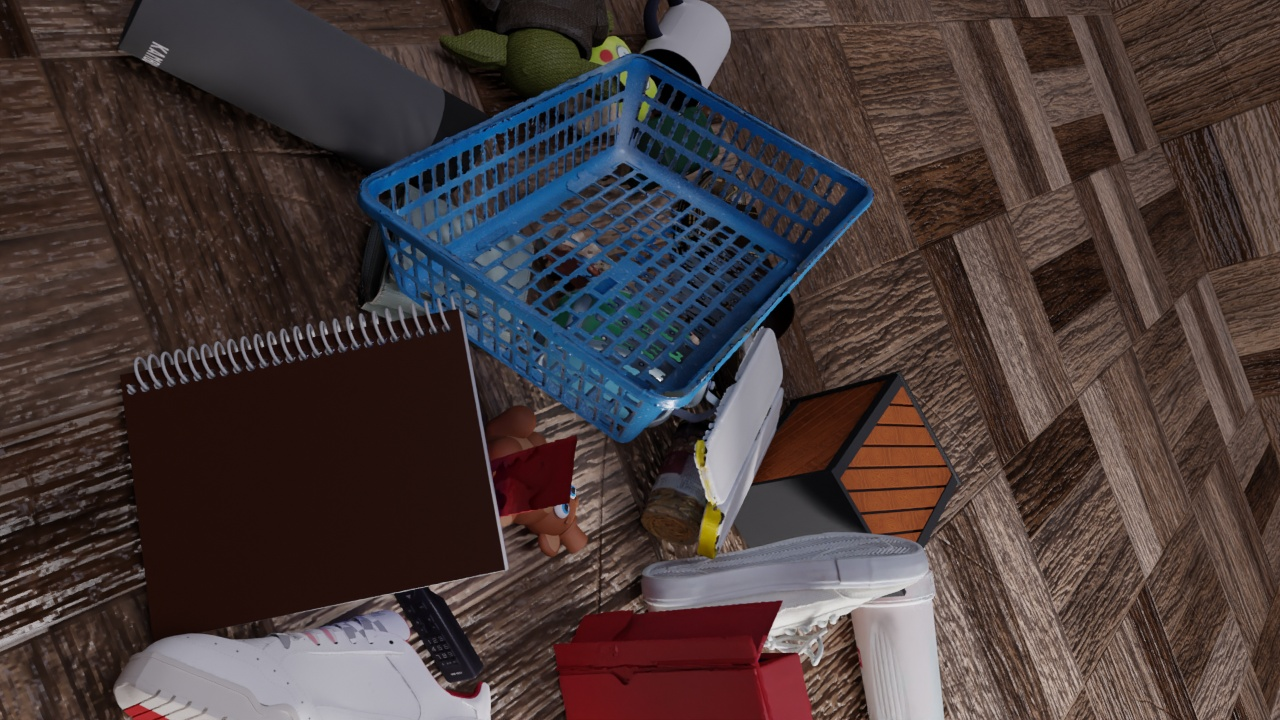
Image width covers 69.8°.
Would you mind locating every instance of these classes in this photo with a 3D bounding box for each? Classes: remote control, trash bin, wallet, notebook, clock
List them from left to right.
[{"bbox_3d":[-0.199,0.063,0.557,0.209,0.022,0.171,-11,82,-2],"label":"notebook"},{"bbox_3d":[-0.156,0.167,0.649,0.136,0.032,0.015,62,35,-8],"label":"remote control"},{"bbox_3d":[-0.147,-0.069,0.719,0.131,0.054,0.100,21,72,-42],"label":"wallet"},{"bbox_3d":[-0.005,0.005,0.774,0.161,0.122,0.075,31,58,-19],"label":"clock"},{"bbox_3d":[0.202,0.128,0.919,0.171,0.140,0.140,-43,106,-42],"label":"trash bin"}]

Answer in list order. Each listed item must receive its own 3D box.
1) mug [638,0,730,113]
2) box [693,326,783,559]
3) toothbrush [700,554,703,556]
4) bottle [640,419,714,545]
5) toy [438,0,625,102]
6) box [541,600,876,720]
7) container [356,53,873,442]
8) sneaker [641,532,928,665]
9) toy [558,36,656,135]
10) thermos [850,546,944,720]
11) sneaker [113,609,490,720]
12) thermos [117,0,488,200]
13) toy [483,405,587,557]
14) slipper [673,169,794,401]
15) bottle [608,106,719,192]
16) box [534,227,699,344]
[{"bbox_3d":[0.036,-0.329,0.951,0.112,0.079,0.096,59,43,-38],"label":"mug"},{"bbox_3d":[0.091,0.069,0.824,0.209,0.036,0.130,-53,144,-50],"label":"box"},{"bbox_3d":[0.053,0.229,0.835,0.017,0.016,0.188,11,68,-30],"label":"toothbrush"},{"bbox_3d":[0.043,0.110,0.836,0.056,0.056,0.105,43,51,-24],"label":"bottle"},{"bbox_3d":[-0.088,-0.308,0.834,0.179,0.078,0.152,9,75,-23],"label":"toy"},{"bbox_3d":[0.033,0.275,0.661,0.164,0.215,0.152,47,49,-23],"label":"box"},{"bbox_3d":[-0.003,-0.098,0.703,0.257,0.089,0.360,34,44,13],"label":"container"},{"bbox_3d":[0.125,0.208,0.787,0.089,0.242,0.091,-37,117,-83],"label":"sneaker"},{"bbox_3d":[-0.035,-0.263,0.895,0.092,0.046,0.115,53,56,-15],"label":"toy"},{"bbox_3d":[0.267,0.306,0.958,0.099,0.100,0.220,2,79,-43],"label":"thermos"},{"bbox_3d":[-0.192,0.201,0.571,0.236,0.091,0.104,33,47,-30],"label":"sneaker"},{"bbox_3d":[-0.232,-0.200,0.662,0.240,0.082,0.082,24,61,-36],"label":"thermos"},{"bbox_3d":[-0.081,0.101,0.718,0.128,0.065,0.094,52,35,-22],"label":"toy"},{"bbox_3d":[0.100,-0.077,0.937,0.112,0.076,0.267,9,70,-42],"label":"slipper"},{"bbox_3d":[0.015,-0.205,0.910,0.131,0.061,0.061,-31,96,-44],"label":"bottle"},{"bbox_3d":[-0.017,-0.052,0.827,0.187,0.083,0.042,42,66,-28],"label":"box"}]
